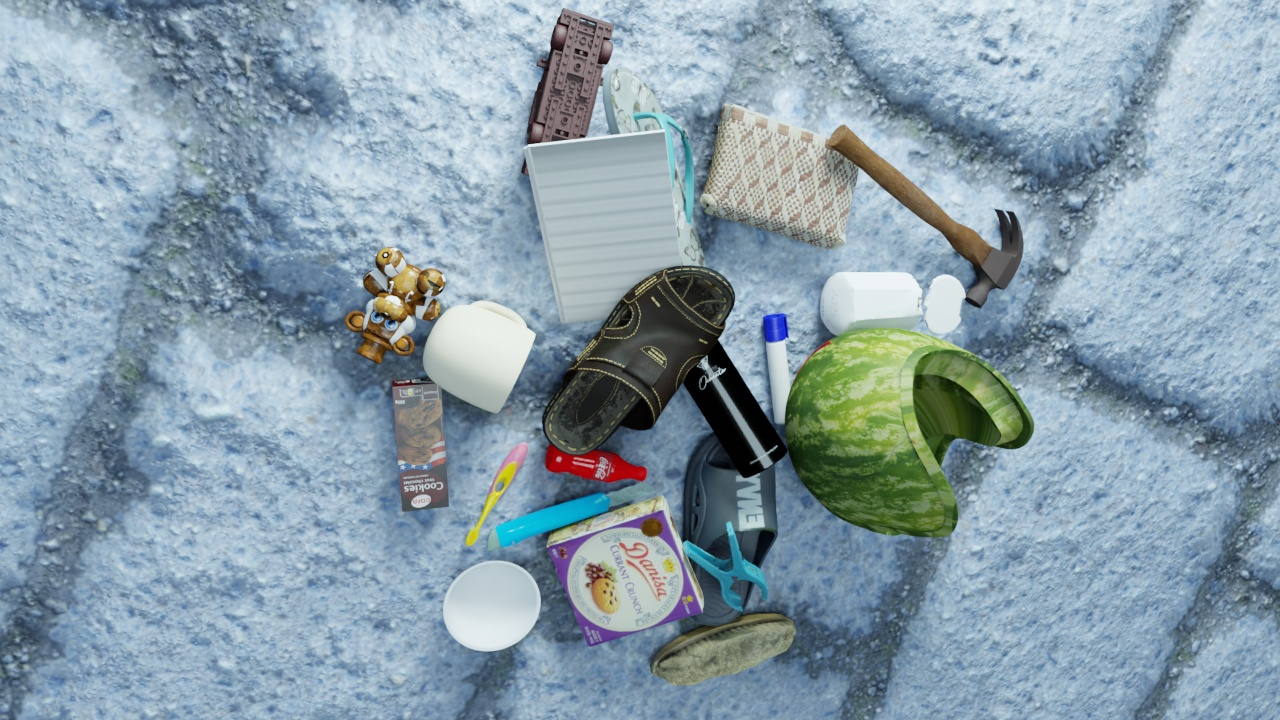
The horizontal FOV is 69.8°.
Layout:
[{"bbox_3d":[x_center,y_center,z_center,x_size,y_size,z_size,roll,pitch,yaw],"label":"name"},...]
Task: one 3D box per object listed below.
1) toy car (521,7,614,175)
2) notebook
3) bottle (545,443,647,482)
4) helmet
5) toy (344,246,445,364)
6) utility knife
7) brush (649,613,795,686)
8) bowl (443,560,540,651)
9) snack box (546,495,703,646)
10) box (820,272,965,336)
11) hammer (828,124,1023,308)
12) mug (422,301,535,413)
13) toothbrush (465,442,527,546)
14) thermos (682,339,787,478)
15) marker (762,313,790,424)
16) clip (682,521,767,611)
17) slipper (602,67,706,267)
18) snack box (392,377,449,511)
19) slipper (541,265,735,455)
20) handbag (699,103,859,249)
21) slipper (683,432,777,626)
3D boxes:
[{"bbox_3d":[-0.079,-0.271,0.962,0.070,0.062,0.170,12,97,-18],"label":"toy car"},{"bbox_3d":[-0.033,-0.135,0.970,0.143,0.009,0.210,-5,125,7],"label":"notebook"},{"bbox_3d":[-0.049,0.122,1.067,0.119,0.036,0.036,14,97,-18],"label":"bottle"},{"bbox_3d":[0.279,0.081,1.045,0.212,0.248,0.243,-40,91,-28],"label":"helmet"},{"bbox_3d":[-0.258,-0.052,0.958,0.087,0.067,0.112,27,80,-4],"label":"toy"},{"bbox_3d":[-0.082,0.180,1.074,0.205,0.015,0.031,-16,104,-3],"label":"utility knife"},{"bbox_3d":[0.107,0.363,1.157,0.195,0.043,0.059,-12,104,-14],"label":"brush"},{"bbox_3d":[-0.173,0.276,1.062,0.110,0.040,0.110,-3,102,-15],"label":"bowl"},{"bbox_3d":[-0.017,0.249,1.081,0.148,0.040,0.143,-19,106,6],"label":"snack box"},{"bbox_3d":[0.305,-0.066,1.099,0.165,0.092,0.083,-3,91,-17],"label":"box"},{"bbox_3d":[0.344,-0.181,1.096,0.322,0.033,0.115,30,93,-27],"label":"hammer"},{"bbox_3d":[-0.174,-0.016,0.979,0.099,0.096,0.120,26,53,-10],"label":"mug"},{"bbox_3d":[-0.166,0.152,1.054,0.021,0.016,0.135,30,90,-17],"label":"toothbrush"},{"bbox_3d":[0.082,0.022,1.051,0.061,0.061,0.231,-32,91,-7],"label":"thermos"},{"bbox_3d":[0.169,0.011,1.111,0.027,0.023,0.133,-11,104,-11],"label":"marker"},{"bbox_3d":[0.120,0.238,1.074,0.114,0.028,0.127,-17,121,12],"label":"clip"},{"bbox_3d":[0.036,-0.192,0.993,0.055,0.098,0.269,-5,121,30],"label":"slipper"},{"bbox_3d":[-0.242,0.092,1.009,0.051,0.032,0.141,-4,103,-15],"label":"snack box"},{"bbox_3d":[-0.006,0.006,0.987,0.113,0.075,0.268,42,102,-11],"label":"slipper"},{"bbox_3d":[0.161,-0.208,1.052,0.185,0.047,0.124,13,91,-20],"label":"handbag"},{"bbox_3d":[0.108,0.207,1.106,0.110,0.083,0.268,4,102,-15],"label":"slipper"}]
